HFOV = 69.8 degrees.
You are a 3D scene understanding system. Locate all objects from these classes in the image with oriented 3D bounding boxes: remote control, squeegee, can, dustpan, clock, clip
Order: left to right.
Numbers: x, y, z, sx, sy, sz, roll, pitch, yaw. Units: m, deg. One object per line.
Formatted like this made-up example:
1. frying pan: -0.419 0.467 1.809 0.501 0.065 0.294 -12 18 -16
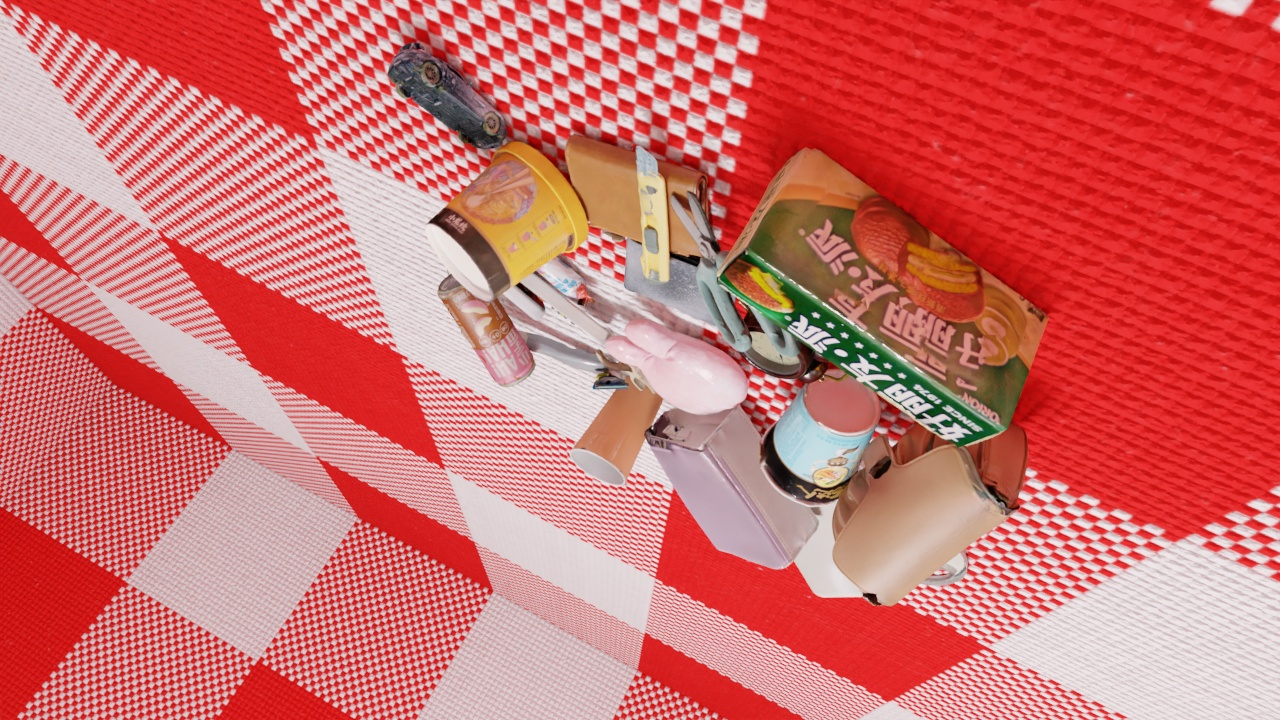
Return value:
1. can: -0.183 -0.040 1.101 0.058 0.057 0.147 4 133 43
2. remote control: -0.164 -0.098 1.060 0.136 0.020 0.056 41 -171 -19
3. squeegee: -0.146 -0.032 1.160 0.246 0.039 0.247 26 154 9
4. remote control: -0.091 -0.064 1.036 0.135 0.019 0.056 38 180 -6
5. clip: -0.001 0.006 1.082 0.104 0.034 0.089 40 154 -28
6. clock: 0.143 -0.019 0.860 0.122 0.055 0.082 30 154 8
7. dustpan: 0.279 0.200 1.156 0.257 0.142 0.223 63 150 0

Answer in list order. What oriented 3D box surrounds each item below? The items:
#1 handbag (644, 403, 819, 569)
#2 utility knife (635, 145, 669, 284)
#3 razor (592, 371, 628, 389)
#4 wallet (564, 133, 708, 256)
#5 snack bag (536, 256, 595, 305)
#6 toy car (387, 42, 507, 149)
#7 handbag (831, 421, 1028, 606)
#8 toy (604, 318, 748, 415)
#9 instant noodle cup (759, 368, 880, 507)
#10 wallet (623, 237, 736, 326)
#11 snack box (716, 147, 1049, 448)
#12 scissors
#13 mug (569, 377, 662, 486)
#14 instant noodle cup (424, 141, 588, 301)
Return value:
1. handbag: 0.107 0.146 1.109 0.145 0.098 0.197 -6 124 53
2. utility knife: 0.011 -0.122 0.805 0.031 0.019 0.175 16 144 15
3. razor: -0.042 0.025 1.134 0.042 0.022 0.143 0 178 -7
4. wallet: 0.000 -0.143 0.822 0.132 0.031 0.108 21 151 22
5. snack bag: -0.093 -0.097 1.001 0.105 0.026 0.045 40 176 -20
6. toy car: -0.172 -0.238 0.833 0.054 0.036 0.120 -2 149 47
7. handbag: 0.256 0.124 0.845 0.100 0.147 0.205 34 120 -10
8. toy: 0.041 0.006 1.010 0.159 0.054 0.122 33 147 -18
9. instant noodle cup: 0.186 0.073 0.931 0.111 0.111 0.121 26 146 10
10. wallet: 0.039 -0.079 0.911 0.121 0.019 0.097 25 155 10
11. snack box: 0.187 -0.047 0.702 0.240 0.114 0.063 35 154 -6
12. scissors: 0.081 -0.062 0.761 0.176 0.019 0.175 40 158 52
13. mug: -0.024 0.085 1.143 0.078 0.122 0.078 25 153 14
14. instant noodle cup: -0.130 -0.125 0.867 0.118 0.114 0.119 40 160 17
